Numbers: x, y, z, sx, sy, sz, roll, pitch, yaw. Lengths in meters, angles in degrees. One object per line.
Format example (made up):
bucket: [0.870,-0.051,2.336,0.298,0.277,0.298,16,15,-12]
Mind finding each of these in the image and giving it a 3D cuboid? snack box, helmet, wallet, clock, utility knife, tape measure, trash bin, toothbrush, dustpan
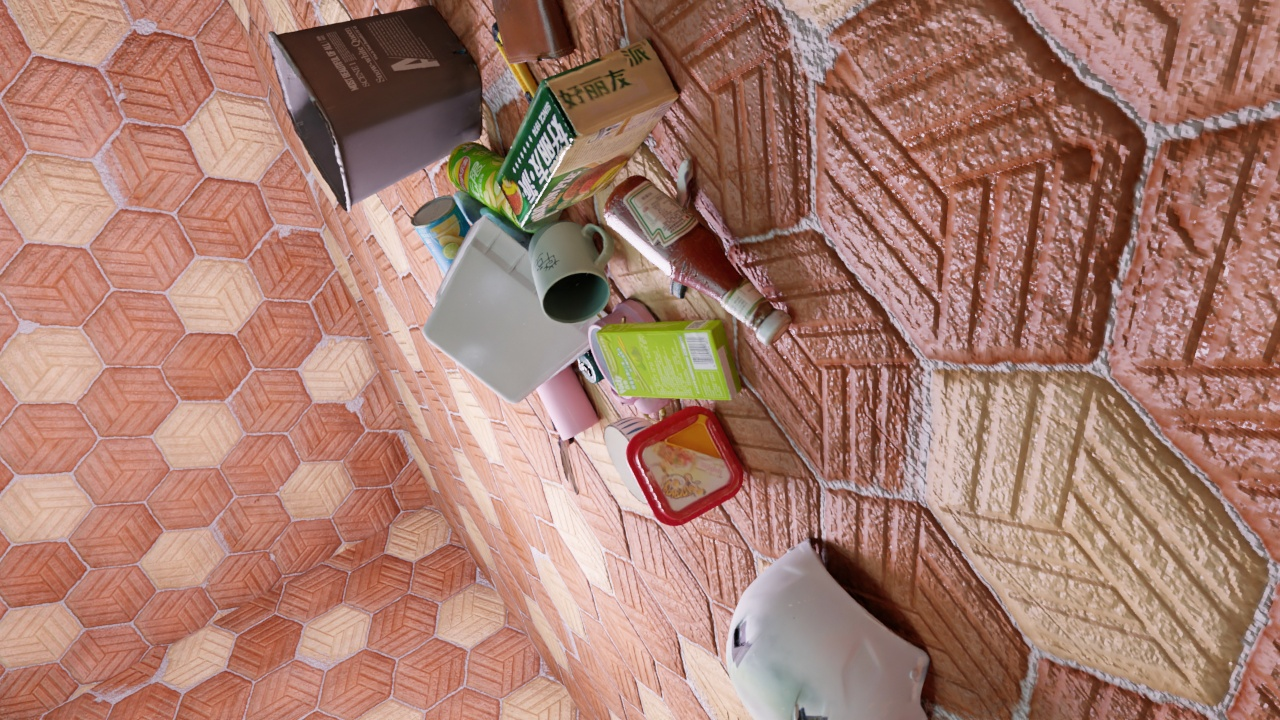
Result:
snack box: [-0.060,-0.213,0.897,0.063,0.114,0.240,61,159,0]
helmet: [0.177,0.336,0.976,0.229,0.145,0.259,47,154,33]
wallet: [-0.119,-0.366,0.961,0.125,0.032,0.101,25,135,56]
clock: [-0.007,0.006,1.112,0.117,0.059,0.158,18,135,61]
utility knife: [-0.117,-0.296,1.059,0.218,0.015,0.033,60,161,4]
tape measure: [-0.071,0.006,1.301,0.054,0.025,0.058,33,145,52]
trash bin: [-0.345,-0.351,1.229,0.199,0.219,0.199,55,158,18]
toothbrush: [0.042,-0.125,0.908,0.017,0.016,0.188,42,152,25]
snack box: [0.029,0.000,0.991,0.157,0.026,0.086,-1,119,39]
dustpan: [-0.182,-0.061,1.275,0.222,0.258,0.142,39,-154,-10]

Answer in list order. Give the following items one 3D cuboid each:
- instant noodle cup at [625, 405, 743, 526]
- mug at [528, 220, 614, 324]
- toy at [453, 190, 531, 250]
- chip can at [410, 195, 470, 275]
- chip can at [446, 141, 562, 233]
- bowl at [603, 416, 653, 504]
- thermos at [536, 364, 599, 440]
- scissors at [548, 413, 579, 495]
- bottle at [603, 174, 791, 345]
instant noodle cup: [0.044,0.122,1.082,0.116,0.116,0.124,63,170,-2]
mug: [-0.078,-0.117,1.089,0.082,0.112,0.106,27,-148,-40]
toy: [-0.214,-0.203,1.311,0.156,0.050,0.161,36,179,7]
chip can: [-0.244,-0.130,1.309,0.071,0.071,0.210,34,157,50]
chip can: [-0.180,-0.229,1.202,0.221,0.072,0.073,35,146,49]
bowl: [0.009,0.123,1.206,0.116,0.066,0.117,48,154,33]
thermos: [-0.134,0.021,1.399,0.198,0.067,0.087,64,170,-4]
scissors: [-0.122,0.126,1.460,0.213,0.015,0.197,39,-151,-82]
bottle: [0.053,-0.091,0.849,0.206,0.059,0.060,43,154,17]
